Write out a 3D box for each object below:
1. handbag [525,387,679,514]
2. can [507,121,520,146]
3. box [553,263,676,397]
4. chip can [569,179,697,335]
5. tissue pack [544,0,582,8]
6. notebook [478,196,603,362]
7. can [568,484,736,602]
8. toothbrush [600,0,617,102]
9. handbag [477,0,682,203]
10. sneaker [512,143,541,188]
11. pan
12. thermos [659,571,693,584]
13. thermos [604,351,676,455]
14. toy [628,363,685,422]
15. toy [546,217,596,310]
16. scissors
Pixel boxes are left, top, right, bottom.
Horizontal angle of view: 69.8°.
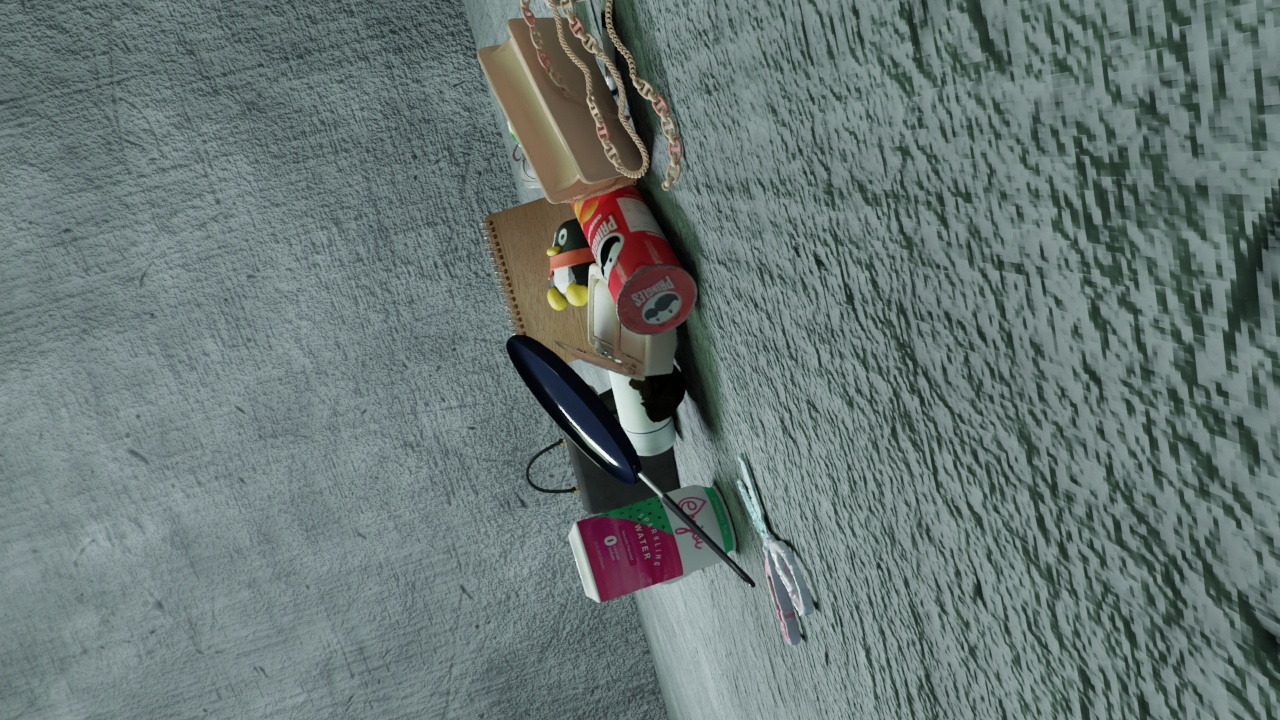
[{"bbox_3d":[-0.058,0.133,1.242,0.072,0.195,0.176,-116,12,-53],"label":"handbag"},{"bbox_3d":[-0.133,-0.330,1.203,0.144,0.083,0.083,171,82,-82],"label":"can"},{"bbox_3d":[-0.044,0.003,0.933,0.143,0.101,0.194,27,119,60],"label":"box"},{"bbox_3d":[-0.017,-0.121,0.867,0.232,0.073,0.073,-114,10,-48],"label":"chip can"},{"bbox_3d":[-0.103,-0.416,0.884,0.181,0.071,0.104,-110,6,-49],"label":"tissue pack"},{"bbox_3d":[-0.104,-0.104,1.182,0.022,0.169,0.210,-36,-70,-73],"label":"notebook"},{"bbox_3d":[0.012,0.193,0.980,0.088,0.166,0.088,162,91,-83],"label":"can"},{"bbox_3d":[-0.028,-0.290,0.801,0.187,0.012,0.017,88,160,-63],"label":"toothbrush"},{"bbox_3d":[-0.020,-0.229,0.777,0.188,0.116,0.199,-23,94,43],"label":"handbag"},{"bbox_3d":[-0.104,-0.258,1.115,0.236,0.099,0.089,-139,31,-63],"label":"sneaker"},{"bbox_3d":[-0.014,0.098,0.919,0.356,0.021,0.199,42,163,24],"label":"pan"},{"bbox_3d":[0.012,0.223,1.354,0.099,0.099,0.220,81,166,-45],"label":"thermos"},{"bbox_3d":[-0.006,0.006,1.090,0.068,0.068,0.230,-118,13,-56],"label":"thermos"},{"bbox_3d":[0.017,0.019,0.994,0.100,0.062,0.076,-99,21,-51],"label":"toy"},{"bbox_3d":[-0.064,-0.127,1.103,0.098,0.099,0.119,-4,97,62],"label":"toy"},{"bbox_3d":[0.112,0.158,0.770,0.159,0.014,0.172,118,138,-81],"label":"scissors"}]
